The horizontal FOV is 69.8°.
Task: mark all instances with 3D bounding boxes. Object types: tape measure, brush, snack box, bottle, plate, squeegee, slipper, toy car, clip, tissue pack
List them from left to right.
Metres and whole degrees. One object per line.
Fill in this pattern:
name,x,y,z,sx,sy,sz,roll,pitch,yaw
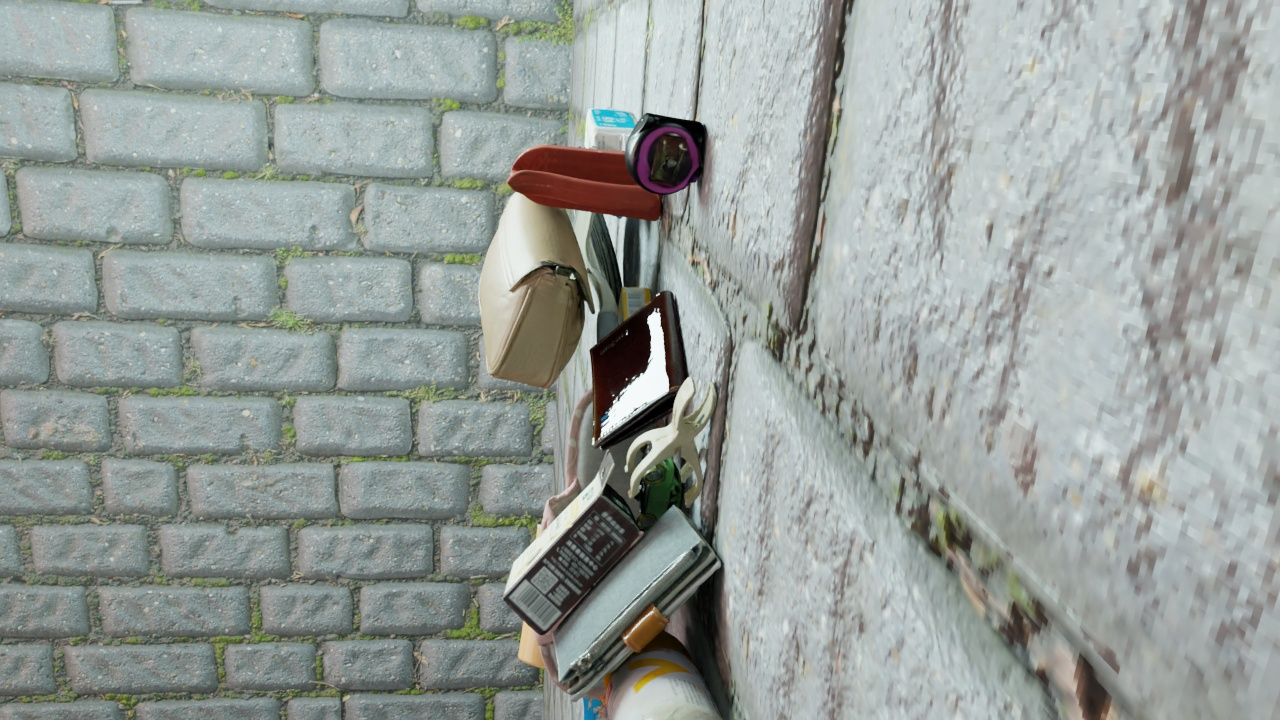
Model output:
snack box,-0.048,0.135,0.704,0.125,0.053,0.113,-45,3,-3
brush,-0.051,-0.168,0.861,0.069,0.146,0.063,-74,-9,-60
plate,-0.054,-0.139,1.100,0.179,0.024,0.179,-14,-91,-83
squeegee,-0.040,-0.047,0.918,0.246,0.039,0.247,-107,28,-49
slipper,-0.030,0.154,0.790,0.054,0.114,0.274,146,132,-85
bottle,-0.027,0.381,0.864,0.065,0.065,0.219,-133,45,-79
tissue pack,-0.027,-0.218,0.999,0.140,0.063,0.090,-103,16,-63
snack box,-0.005,0.005,0.912,0.087,0.033,0.140,101,170,-49
toy car,0.014,0.099,0.727,0.043,0.036,0.091,-96,7,-51
bottle,0.012,0.225,0.603,0.189,0.068,0.068,-147,59,-81
clip,0.014,0.059,0.638,0.035,0.092,0.103,-97,1,-51
tape measure,0.017,-0.153,0.685,0.039,0.057,0.058,-106,28,-64

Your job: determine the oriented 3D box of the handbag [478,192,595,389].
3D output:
handbag,-0.102,-0.071,0.906,0.204,0.099,0.148,-107,36,-49

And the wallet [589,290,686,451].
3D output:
wallet,-0.004,0.008,0.763,0.096,0.020,0.122,-34,37,24

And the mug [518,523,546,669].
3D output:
mug,-0.071,0.219,0.847,0.078,0.078,0.122,136,148,-79

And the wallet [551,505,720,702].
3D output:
wallet,-0.003,0.165,0.623,0.129,0.037,0.106,-45,11,-2
